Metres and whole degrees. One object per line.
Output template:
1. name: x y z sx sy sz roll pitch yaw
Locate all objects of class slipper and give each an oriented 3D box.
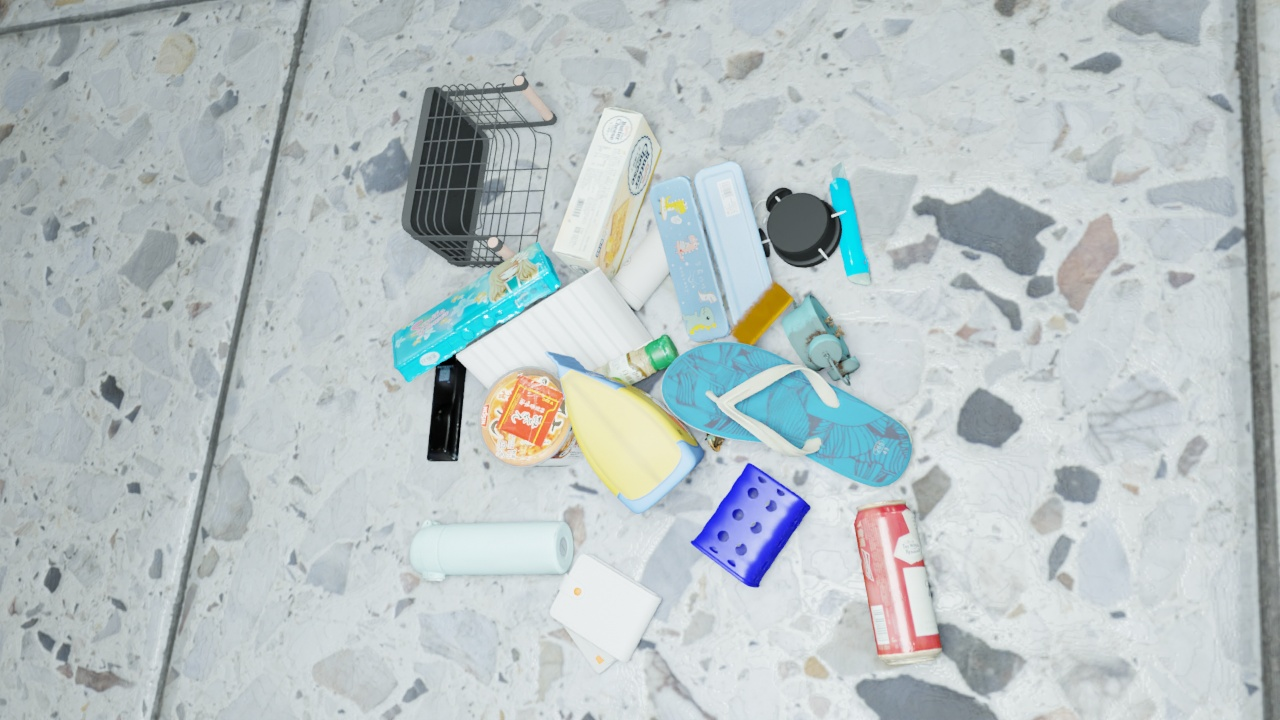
1. slipper: 0.167 0.054 1.043 0.295 0.060 0.118 22 76 10

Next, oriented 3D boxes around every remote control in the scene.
1. remote control: -0.267 0.063 1.255 0.047 0.022 0.150 -3 75 19

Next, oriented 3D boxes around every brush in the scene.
1. brush: 0.130 -0.039 1.107 0.126 0.017 0.048 -49 26 12

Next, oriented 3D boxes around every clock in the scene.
1. clock: 0.189 -0.166 1.141 0.121 0.042 0.091 20 87 31
2. clock: 0.212 -0.019 1.074 0.053 0.090 0.124 -33 50 20

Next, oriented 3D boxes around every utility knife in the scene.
1. utility knife: 0.258 -0.171 1.139 0.031 0.015 0.174 -10 71 13

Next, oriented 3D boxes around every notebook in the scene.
1. notebook: -0.105 -0.016 1.161 0.210 0.142 0.009 -31 41 9

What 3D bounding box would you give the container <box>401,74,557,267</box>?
1. container: -0.208 -0.245 1.239 0.130 0.163 0.241 2 77 19

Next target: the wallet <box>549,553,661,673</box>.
1. wallet: -0.052 0.309 1.109 0.118 0.037 0.115 27 86 20

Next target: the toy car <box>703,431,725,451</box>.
1. toy car: 0.094 0.053 1.119 0.047 0.047 0.111 -16 73 15

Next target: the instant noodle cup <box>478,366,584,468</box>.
1. instant noodle cup: -0.119 0.081 1.144 0.124 0.121 0.123 -5 74 18

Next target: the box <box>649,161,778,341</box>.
1. box: 0.090 -0.131 1.135 0.128 0.034 0.209 -14 97 16

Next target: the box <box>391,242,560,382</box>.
1. box: -0.210 -0.069 1.184 0.227 0.182 0.071 -32 102 3

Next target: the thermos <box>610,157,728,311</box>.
1. thermos: 0.046 -0.166 1.190 0.052 0.052 0.224 39 91 23

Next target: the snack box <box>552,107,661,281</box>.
1. snack box: -0.041 -0.213 1.206 0.057 0.104 0.207 17 82 19

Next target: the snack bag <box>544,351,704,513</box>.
1. snack bag: -0.027 0.069 1.074 0.102 0.159 0.205 -42 83 4

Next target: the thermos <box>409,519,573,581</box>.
1. thermos: -0.191 0.238 1.159 0.207 0.065 0.077 -5 72 18

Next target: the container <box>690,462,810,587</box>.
1. container: 0.129 0.188 1.052 0.084 0.085 0.113 34 87 23

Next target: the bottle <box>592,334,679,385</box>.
1. bottle: -0.007 0.007 1.169 0.111 0.043 0.043 -25 69 12

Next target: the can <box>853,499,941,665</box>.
1. can: 0.277 0.240 0.996 0.067 0.067 0.170 -12 72 16
